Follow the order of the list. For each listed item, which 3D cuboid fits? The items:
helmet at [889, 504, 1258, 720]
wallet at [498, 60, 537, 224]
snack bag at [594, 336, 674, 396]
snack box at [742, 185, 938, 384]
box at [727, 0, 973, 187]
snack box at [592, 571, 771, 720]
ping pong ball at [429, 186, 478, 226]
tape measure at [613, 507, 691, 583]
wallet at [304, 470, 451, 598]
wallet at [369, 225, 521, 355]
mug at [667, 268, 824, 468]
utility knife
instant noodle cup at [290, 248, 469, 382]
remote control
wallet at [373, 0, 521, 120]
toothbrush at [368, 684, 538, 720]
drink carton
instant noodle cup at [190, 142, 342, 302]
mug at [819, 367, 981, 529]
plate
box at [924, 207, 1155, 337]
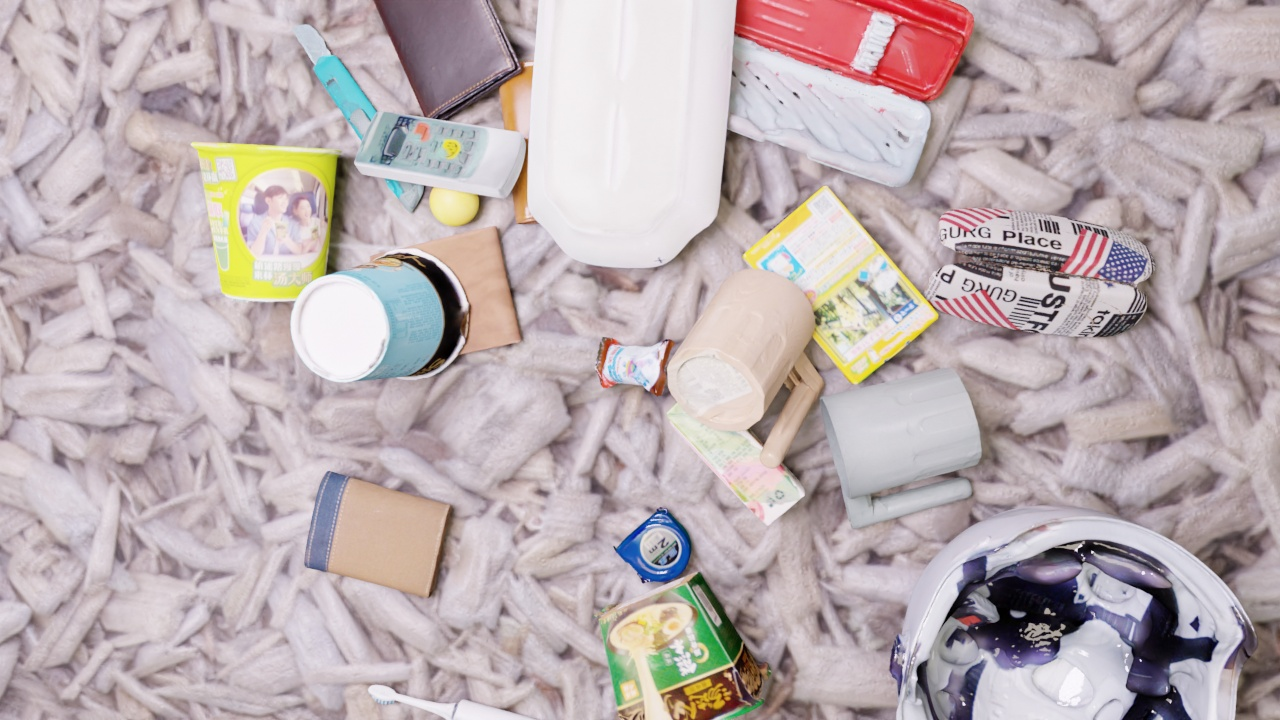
[{"bbox_3d":[0.298,0.222,0.688,0.229,0.145,0.259,14,103,6],"label":"helmet"},{"bbox_3d":[-0.052,-0.184,0.753,0.119,0.035,0.130,-6,93,13],"label":"wallet"},{"bbox_3d":[-0.004,0.004,0.734,0.026,0.105,0.045,18,83,-30],"label":"snack bag"},{"bbox_3d":[0.159,-0.060,0.738,0.087,0.033,0.140,-41,88,7],"label":"snack box"},{"bbox_3d":[0.139,-0.233,0.716,0.201,0.069,0.158,21,101,4],"label":"box"},{"bbox_3d":[0.030,0.234,0.738,0.117,0.118,0.105,-24,81,7],"label":"snack box"},{"bbox_3d":[-0.154,-0.131,0.760,0.040,0.040,0.040,0,94,5],"label":"ping pong ball"},{"bbox_3d":[0.015,0.158,0.771,0.058,0.025,0.054,-43,91,11],"label":"tape measure"},{"bbox_3d":[-0.226,0.150,0.792,0.115,0.033,0.090,14,98,4],"label":"wallet"},{"bbox_3d":[-0.166,-0.053,0.778,0.115,0.020,0.101,-11,94,9],"label":"wallet"},{"bbox_3d":[0.088,0.008,0.706,0.084,0.103,0.124,-19,114,43],"label":"mug"},{"bbox_3d":[-0.239,-0.208,0.776,0.029,0.013,0.185,-34,90,4],"label":"utility knife"},{"bbox_3d":[-0.206,-0.031,0.717,0.111,0.120,0.111,1,98,10],"label":"instant noodle cup"},{"bbox_3d":[-0.161,-0.167,0.741,0.135,0.019,0.056,12,70,13],"label":"remote control"},{"bbox_3d":[-0.160,-0.269,0.749,0.096,0.020,0.122,-25,89,21],"label":"wallet"},{"bbox_3d":[-0.131,0.315,0.796,0.221,0.026,0.026,13,129,4],"label":"toothbrush"},{"bbox_3d":[0.075,0.074,0.745,0.045,0.053,0.122,-44,88,7],"label":"drink carton"},{"bbox_3d":[-0.302,-0.112,0.748,0.112,0.111,0.123,4,102,5],"label":"instant noodle cup"},{"bbox_3d":[0.207,0.072,0.727,0.103,0.083,0.124,-16,119,5],"label":"mug"},{"bbox_3d":[-0.014,-0.204,0.703,0.162,0.034,0.266,7,96,14],"label":"plate"},{"bbox_3d":[0.311,-0.073,0.720,0.162,0.076,0.086,11,64,8],"label":"box"}]
